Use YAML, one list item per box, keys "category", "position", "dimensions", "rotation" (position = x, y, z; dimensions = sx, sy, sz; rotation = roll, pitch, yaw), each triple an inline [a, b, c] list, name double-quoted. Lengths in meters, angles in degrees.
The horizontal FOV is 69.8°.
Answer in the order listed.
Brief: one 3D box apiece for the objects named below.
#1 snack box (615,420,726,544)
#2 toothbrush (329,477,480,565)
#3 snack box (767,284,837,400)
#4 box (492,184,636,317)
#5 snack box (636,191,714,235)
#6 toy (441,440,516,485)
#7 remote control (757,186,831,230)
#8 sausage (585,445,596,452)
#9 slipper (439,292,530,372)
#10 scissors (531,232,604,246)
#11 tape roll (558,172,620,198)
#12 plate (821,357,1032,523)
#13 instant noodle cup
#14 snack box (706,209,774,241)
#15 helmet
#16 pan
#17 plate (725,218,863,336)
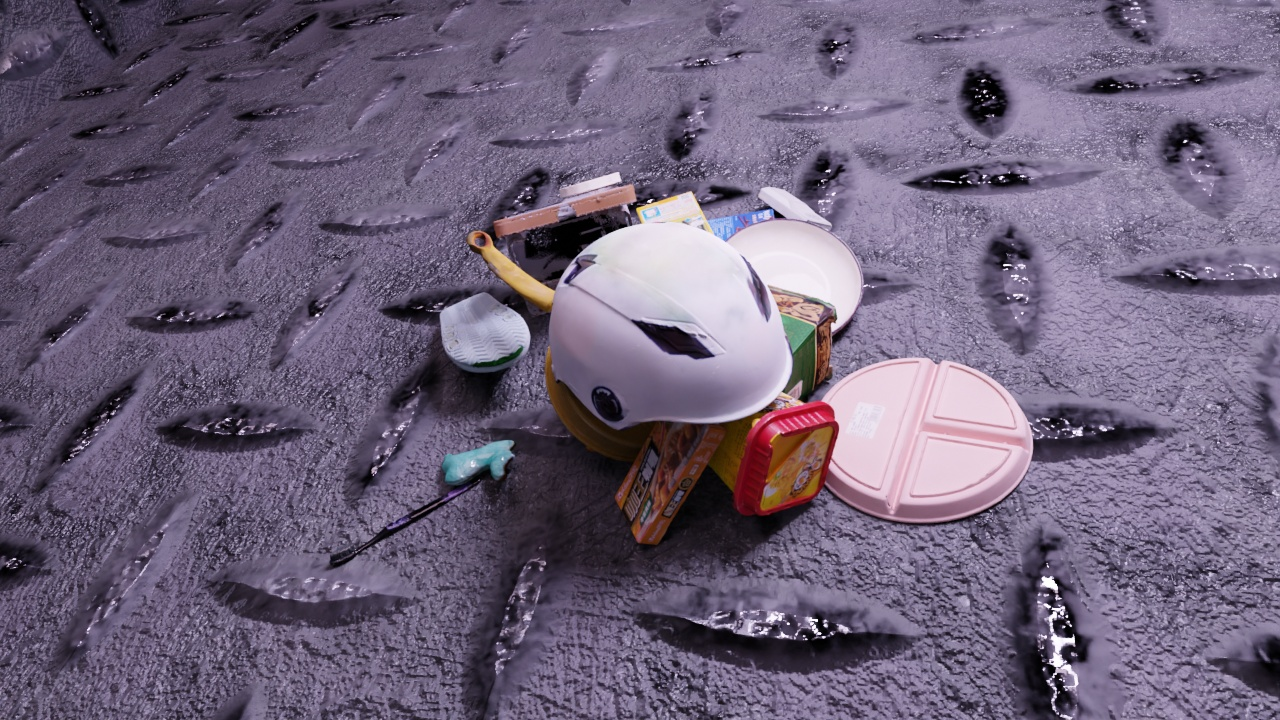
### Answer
- category: "snack box"
  position: [0.028, 0.107, 0.938]
  dimensions: [0.026, 0.154, 0.075]
  rotation: [13, 27, -33]
- category: "toothbrush"
  position: [-0.266, 0.179, 1.042]
  dimensions: [0.188, 0.017, 0.014]
  rotation: [-29, 36, -17]
- category: "snack box"
  position: [0.145, -0.003, 1.028]
  dimensions: [0.118, 0.118, 0.105]
  rotation: [19, 49, 27]
- category: "box"
  position: [-0.094, -0.170, 1.224]
  dimensions: [0.179, 0.270, 0.136]
  rotation: [-16, 71, -2]
- category: "snack box"
  position: [0.051, -0.184, 1.301]
  dimensions: [0.087, 0.034, 0.140]
  rotation: [-18, 37, -1]
- category: "toy"
  position: [-0.186, 0.120, 1.068]
  dimensions: [0.092, 0.030, 0.096]
  rotation: [-21, 27, -5]
- category: "remote control"
  position: [0.220, -0.217, 1.318]
  dimensions: [0.049, 0.024, 0.125]
  rotation: [4, 30, -33]
- category: "sausage"
  position: [-0.069, 0.055, 1.114]
  dimensions: [0.021, 0.021, 0.165]
  rotation: [-18, 39, -3]
- category: "slipper"
  position: [-0.210, -0.028, 1.222]
  dimensions: [0.104, 0.074, 0.245]
  rotation: [-27, 25, -11]
- category: "scissors"
  position: [-0.103, -0.181, 1.405]
  dimensions: [0.164, 0.014, 0.163]
  rotation: [26, 55, 37]
- category: "tape roll"
  position: [-0.069, -0.239, 1.253]
  dimensions: [0.086, 0.014, 0.085]
  rotation: [-16, 12, 3]
- category: "plate"
  position: [0.291, 0.074, 0.971]
  dimensions: [0.230, 0.028, 0.229]
  rotation: [-10, 41, 8]
- category: "instant noodle cup"
  position: [0.119, 0.079, 0.937]
  dimensions: [0.116, 0.116, 0.124]
  rotation: [-10, 31, -35]
- category: "snack box"
  position: [0.116, -0.172, 1.312]
  dimensions: [0.157, 0.026, 0.084]
  rotation: [-8, 40, 9]
- category: "helmet"
  position: [0.023, -0.054, 0.915]
  dimensions: [0.228, 0.146, 0.259]
  rotation: [-34, 40, -28]
- category: "pan"
  position: [-0.069, -0.035, 1.055]
  dimensions: [0.357, 0.078, 0.197]
  rotation: [47, 57, 3]
- category: "plate"
  position: [0.182, -0.093, 1.158]
  dimensions: [0.192, 0.039, 0.192]
  rotation: [-2, 61, 3]
